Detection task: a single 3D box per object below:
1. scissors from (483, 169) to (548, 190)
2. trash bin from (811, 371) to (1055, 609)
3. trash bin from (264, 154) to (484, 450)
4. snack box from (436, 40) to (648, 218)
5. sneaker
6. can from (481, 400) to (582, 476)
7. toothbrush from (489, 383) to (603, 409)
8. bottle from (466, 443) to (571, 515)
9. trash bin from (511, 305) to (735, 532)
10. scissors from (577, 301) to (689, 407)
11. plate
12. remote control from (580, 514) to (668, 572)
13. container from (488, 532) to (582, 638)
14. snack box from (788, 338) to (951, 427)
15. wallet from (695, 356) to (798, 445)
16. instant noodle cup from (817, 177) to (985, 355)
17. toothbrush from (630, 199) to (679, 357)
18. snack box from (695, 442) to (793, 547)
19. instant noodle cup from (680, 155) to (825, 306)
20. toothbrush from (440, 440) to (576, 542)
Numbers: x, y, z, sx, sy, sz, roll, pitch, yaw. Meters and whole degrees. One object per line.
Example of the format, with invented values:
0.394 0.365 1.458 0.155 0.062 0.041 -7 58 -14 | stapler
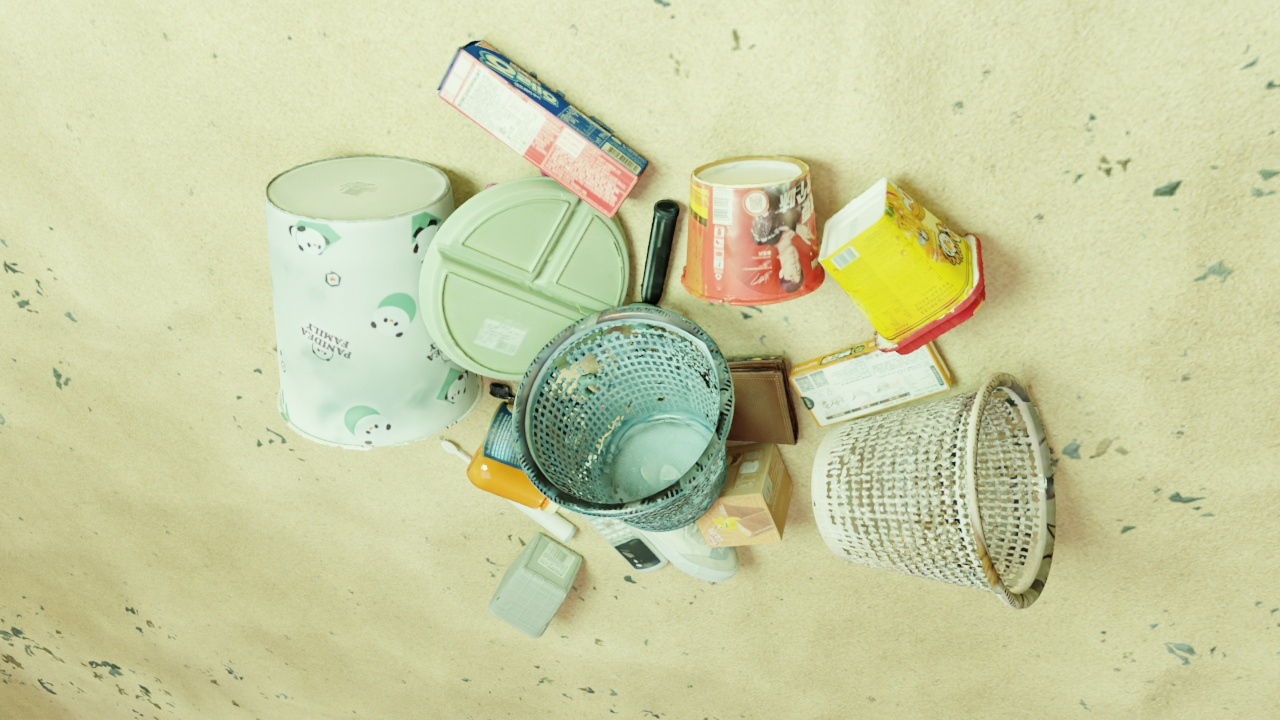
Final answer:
-0.102 -0.167 0.975 0.133 0.017 0.136 22 129 -2 | scissors
0.293 0.134 0.942 0.193 0.226 0.227 -9 123 41 | trash bin
-0.290 -0.072 0.993 0.230 0.228 0.252 11 122 12 | trash bin
-0.093 -0.226 0.893 0.207 0.057 0.058 35 121 -7 | snack box
0.036 0.181 1.134 0.242 0.089 0.091 34 126 -9 | sneaker
-0.133 0.104 1.150 0.111 0.075 0.075 20 130 5 | can
-0.109 0.047 1.120 0.189 0.014 0.018 7 119 28 | toothbrush
-0.154 0.163 1.215 0.149 0.066 0.067 31 130 -13 | bottle
0.002 0.085 0.978 0.227 0.226 0.195 4 155 18 | trash bin
-0.005 0.003 1.045 0.170 0.019 0.175 -11 133 20 | scissors
-0.111 -0.076 0.945 0.229 0.027 0.231 -13 124 -21 | plate
-0.024 0.232 1.235 0.058 0.021 0.150 -26 116 34 | remote control
-0.146 0.318 1.308 0.090 0.090 0.115 30 127 -4 | container
0.242 0.018 0.977 0.154 0.026 0.075 -21 116 32 | snack box
0.121 0.048 1.036 0.101 0.032 0.125 -1 133 22 | wallet
0.234 -0.089 0.837 0.123 0.116 0.116 40 129 -16 | instant noodle cup
0.011 -0.079 0.991 0.027 0.026 0.213 23 134 12 | toothbrush
0.119 0.159 1.085 0.095 0.092 0.077 -11 121 26 | snack box
0.104 -0.125 0.856 0.138 0.137 0.109 4 118 18 | instant noodle cup
-0.182 0.176 1.253 0.221 0.026 0.026 38 168 -10 | toothbrush
